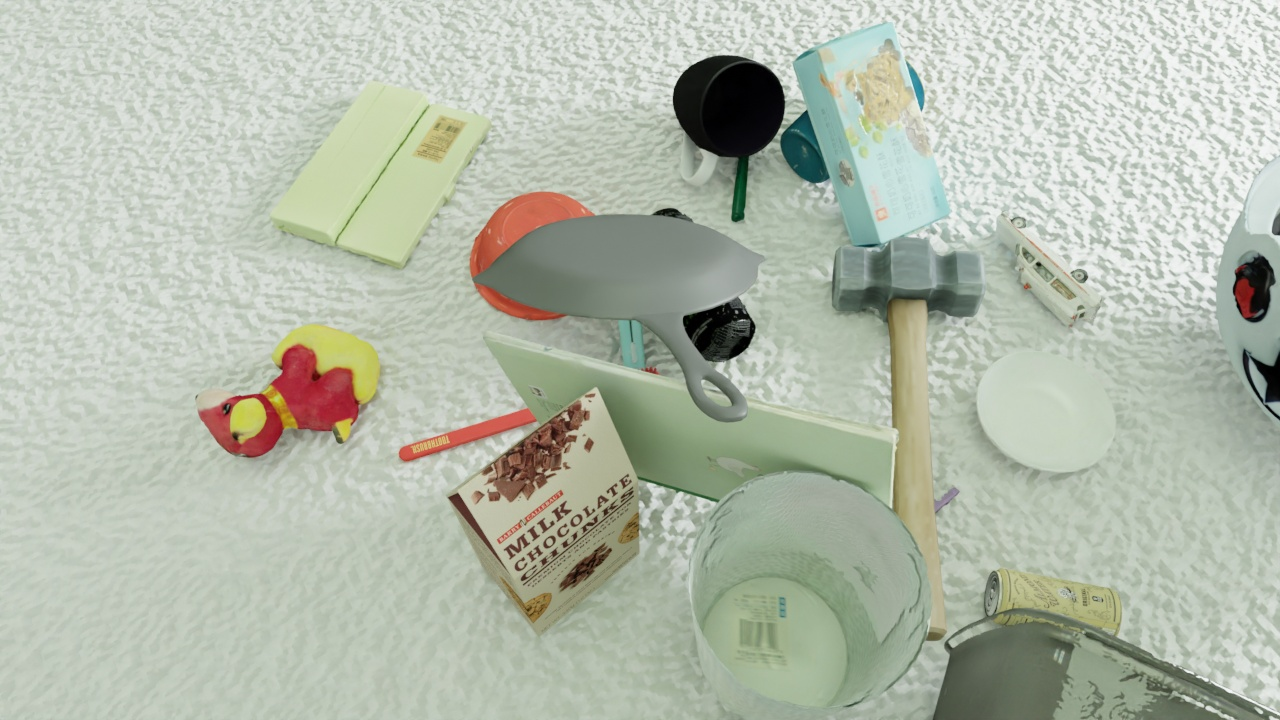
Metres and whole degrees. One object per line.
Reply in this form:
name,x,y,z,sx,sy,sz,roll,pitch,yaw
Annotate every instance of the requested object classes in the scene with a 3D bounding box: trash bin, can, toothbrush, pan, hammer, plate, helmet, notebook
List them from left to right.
toothbrush,-0.086,0.041,0.716,0.212,0.018,0.012,-17,66,-5
pan,0.003,-0.051,0.612,0.216,0.024,0.354,-6,26,-13
can,0.045,-0.063,0.761,0.054,0.054,0.137,-21,62,-11
notebook,0.036,0.057,0.594,0.253,0.182,0.010,13,63,21
toothbrush,0.103,-0.208,0.866,0.017,0.016,0.189,9,61,1
trash bin,0.092,0.161,0.569,0.133,0.161,0.133,0,60,0
hammer,0.204,0.046,0.692,0.117,0.051,0.322,3,59,8
plate,0.310,0.043,0.712,0.104,0.026,0.104,0,61,0
can,0.283,0.169,0.633,0.079,0.038,0.038,10,61,6
trash bin,0.234,0.284,0.488,0.197,0.198,0.219,25,69,12
helmet,0.539,-0.024,0.670,0.236,0.164,0.263,-12,54,-11

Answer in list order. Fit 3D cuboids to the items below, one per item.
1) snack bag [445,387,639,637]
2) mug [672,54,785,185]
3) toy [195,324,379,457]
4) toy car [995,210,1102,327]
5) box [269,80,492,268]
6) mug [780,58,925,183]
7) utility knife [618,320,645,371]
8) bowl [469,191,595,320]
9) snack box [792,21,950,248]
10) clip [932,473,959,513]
snack bag,-0.059,0.094,0.584,0.094,0.207,0.070,-37,66,-19
mug,0.065,-0.220,0.838,0.084,0.119,0.100,18,15,-27
toy,-0.264,0.028,0.715,0.105,0.067,0.137,39,55,18
toy car,0.338,-0.076,0.777,0.039,0.039,0.113,-40,64,3
box,-0.236,-0.177,0.851,0.137,0.024,0.186,21,62,9
mug,0.190,-0.220,0.841,0.121,0.078,0.078,-40,67,-14
utility knife,-0.004,0.004,0.749,0.022,0.016,0.177,-6,63,-1
bowl,-0.086,-0.101,0.790,0.130,0.045,0.130,0,60,1
snack box,0.197,-0.189,0.782,0.075,0.053,0.175,-23,100,-12
clip,0.214,0.102,0.688,0.050,0.014,0.046,-20,62,-13
